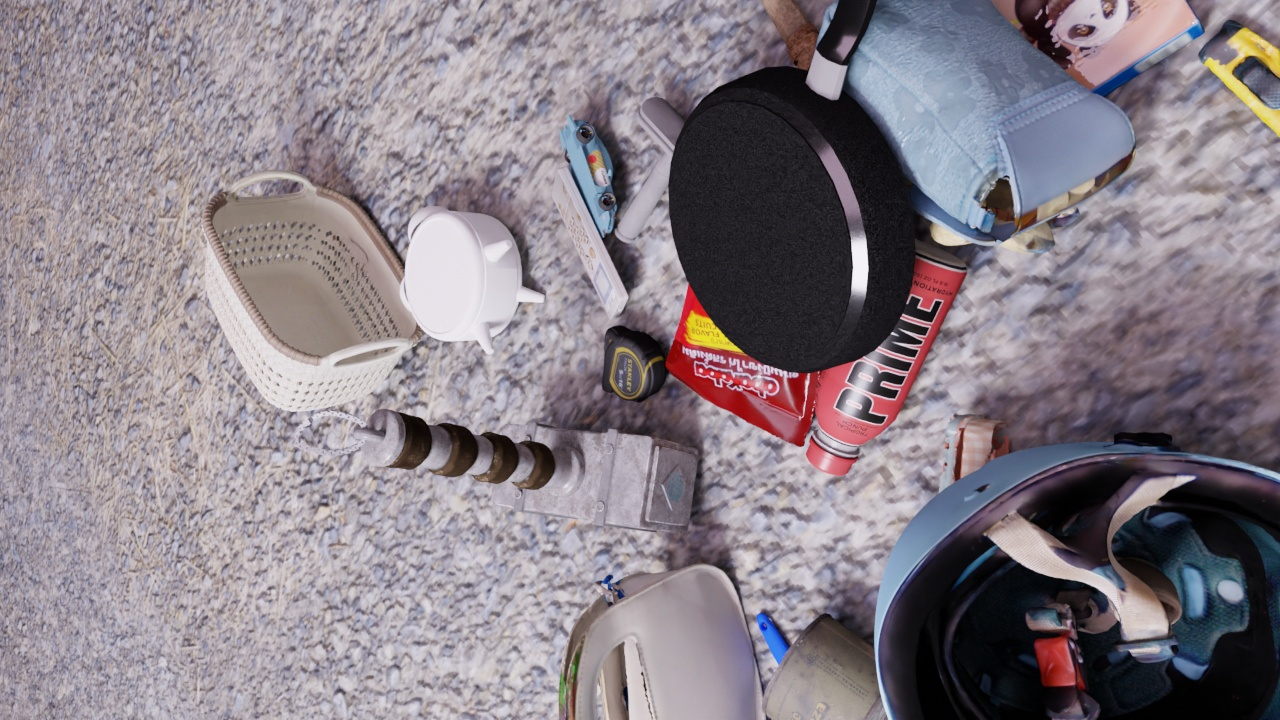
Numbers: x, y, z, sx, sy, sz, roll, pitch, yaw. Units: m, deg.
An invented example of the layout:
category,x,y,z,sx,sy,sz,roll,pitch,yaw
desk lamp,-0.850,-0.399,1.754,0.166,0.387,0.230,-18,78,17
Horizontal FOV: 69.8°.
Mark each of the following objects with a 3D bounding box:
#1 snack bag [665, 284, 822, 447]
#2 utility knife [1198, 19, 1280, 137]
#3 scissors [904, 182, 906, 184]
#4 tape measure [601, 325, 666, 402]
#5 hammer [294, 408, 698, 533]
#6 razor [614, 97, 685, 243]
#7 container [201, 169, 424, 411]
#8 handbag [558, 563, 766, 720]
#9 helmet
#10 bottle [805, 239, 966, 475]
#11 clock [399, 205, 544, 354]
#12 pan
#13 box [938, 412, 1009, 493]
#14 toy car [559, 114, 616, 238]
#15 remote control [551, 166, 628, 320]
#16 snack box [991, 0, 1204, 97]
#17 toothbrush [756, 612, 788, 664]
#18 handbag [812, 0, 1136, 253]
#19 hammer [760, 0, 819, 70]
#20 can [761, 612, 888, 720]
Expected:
category,x,y,z,sx,sy,sz,roll,pitch,yaw
snack bag,0.095,-0.051,0.725,0.139,0.066,0.208,22,118,27
utility knife,0.377,-0.134,0.516,0.151,0.017,0.031,53,131,16
scissors,0.224,-0.172,0.616,0.175,0.014,0.142,36,100,19
tape measure,-0.005,0.005,0.806,0.061,0.034,0.062,25,122,37
hammer,-0.108,0.077,0.714,0.177,0.326,0.079,2,79,37
razor,0.012,-0.147,0.774,0.088,0.047,0.116,52,129,21
container,-0.354,-0.066,0.976,0.246,0.184,0.143,55,133,19
handbag,0.002,0.271,0.731,0.093,0.199,0.200,-17,83,41
helmet,0.266,0.146,0.527,0.266,0.166,0.225,-5,98,9
bottle,0.168,0.001,0.658,0.062,0.062,0.177,32,113,30
clock,-0.171,-0.083,0.907,0.161,0.072,0.125,25,110,40
pan,0.099,-0.141,0.558,0.204,0.044,0.357,47,145,32
box,0.233,0.130,0.634,0.059,0.056,0.187,0,98,-4
toy car,-0.039,-0.162,0.808,0.060,0.027,0.107,153,98,-72
remote control,-0.047,-0.104,0.822,0.135,0.011,0.050,65,162,12
snack box,0.267,-0.240,0.572,0.087,0.034,0.151,-33,75,35
toothbrush,0.145,0.286,0.741,0.016,0.018,0.182,-43,67,32
handbag,0.191,-0.145,0.566,0.192,0.121,0.119,51,157,23
hammer,0.106,-0.267,0.687,0.122,0.048,0.318,-37,75,31
can,0.146,0.247,0.686,0.074,0.089,0.090,31,113,30
